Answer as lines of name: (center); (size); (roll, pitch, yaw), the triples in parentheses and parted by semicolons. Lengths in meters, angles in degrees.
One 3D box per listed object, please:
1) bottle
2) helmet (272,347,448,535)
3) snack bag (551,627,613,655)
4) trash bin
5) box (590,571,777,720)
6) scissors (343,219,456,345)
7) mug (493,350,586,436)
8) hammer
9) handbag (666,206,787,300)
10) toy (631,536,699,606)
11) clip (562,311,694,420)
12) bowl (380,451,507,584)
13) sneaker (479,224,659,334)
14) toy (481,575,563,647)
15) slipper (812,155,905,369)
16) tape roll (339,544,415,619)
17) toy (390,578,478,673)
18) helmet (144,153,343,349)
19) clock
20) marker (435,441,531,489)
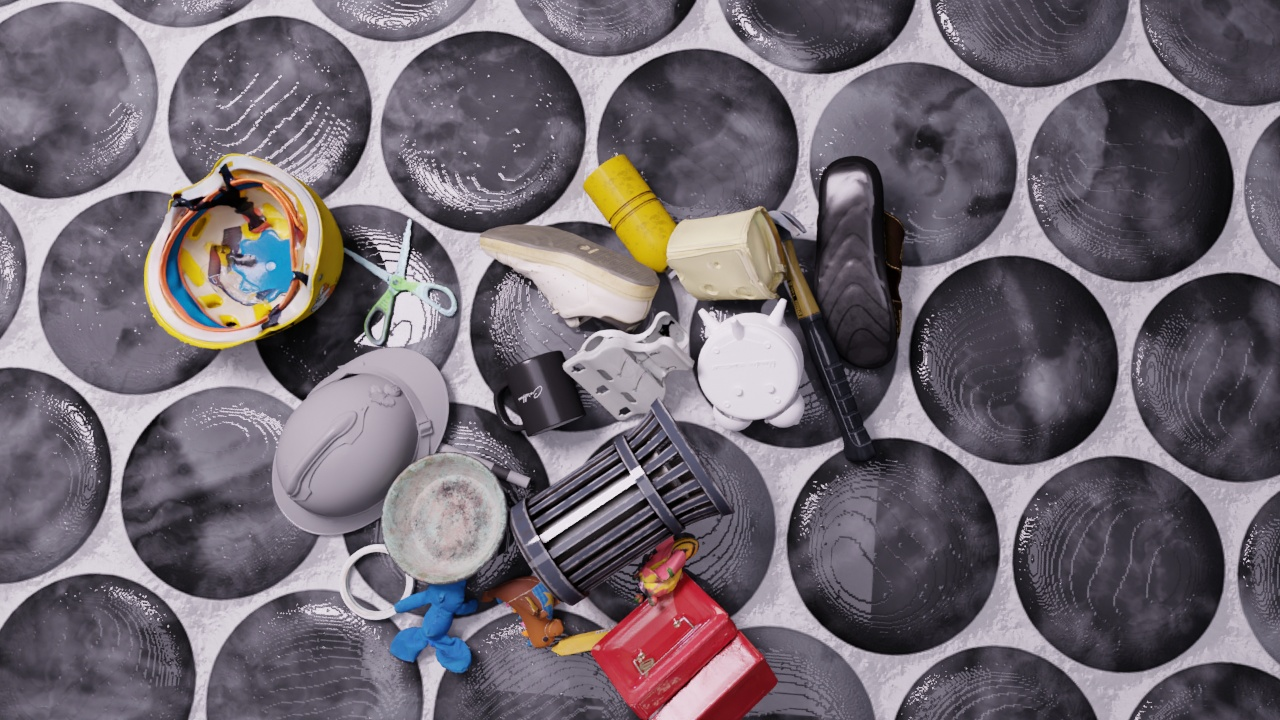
bottle: (0.002, -0.176, 1.170); (0.071, 0.071, 0.164); (-35, 85, -3)
helmet: (-0.362, 0.099, 1.118); (0.183, 0.117, 0.271); (42, 91, 7)
snack bag: (-0.061, 0.351, 1.146); (0.099, 0.026, 0.020); (-12, 84, -2)
trash bin: (-0.028, 0.175, 1.098); (0.227, 0.164, 0.164); (-34, 85, 1)
box: (0.066, 0.383, 1.097); (0.157, 0.154, 0.168); (-39, 114, -9)
scissors: (-0.314, -0.100, 1.197); (0.174, 0.022, 0.171); (13, 87, 7)
mug: (-0.134, 0.047, 1.155); (0.114, 0.078, 0.088); (-23, 84, 24)
hammer: (0.221, -0.031, 1.147); (0.025, 0.118, 0.333); (-21, 90, -16)
handbag: (0.110, -0.123, 1.123); (0.119, 0.111, 0.081); (-2, 44, 37)
toy: (0.031, 0.252, 1.124); (0.046, 0.084, 0.103); (46, 65, -2)
clip: (-0.006, 0.007, 1.130); (0.143, 0.072, 0.124); (-34, 128, 18)
bowl: (-0.233, 0.192, 1.114); (0.157, 0.038, 0.157); (-2, 75, 8)
sneaker: (-0.095, -0.099, 1.165); (0.242, 0.088, 0.102); (21, 119, 16)
toy: (-0.148, 0.316, 1.146); (0.103, 0.070, 0.090); (-11, 98, 22)
slipper: (0.278, -0.123, 1.165); (0.113, 0.075, 0.268); (-4, 95, 24)
tape roll: (-0.333, 0.280, 1.160); (0.093, 0.013, 0.093); (0, 84, 1)
toy: (-0.236, 0.306, 1.132); (0.113, 0.071, 0.176); (23, 85, 13)
helmet: (-0.474, -0.124, 1.138); (0.240, 0.139, 0.209); (-39, 86, 9)
clock: (0.134, 0.013, 1.123); (0.125, 0.072, 0.161); (-6, 110, 19)
marker: (-0.207, 0.131, 1.171); (0.140, 0.016, 0.016); (22, 85, 2)
